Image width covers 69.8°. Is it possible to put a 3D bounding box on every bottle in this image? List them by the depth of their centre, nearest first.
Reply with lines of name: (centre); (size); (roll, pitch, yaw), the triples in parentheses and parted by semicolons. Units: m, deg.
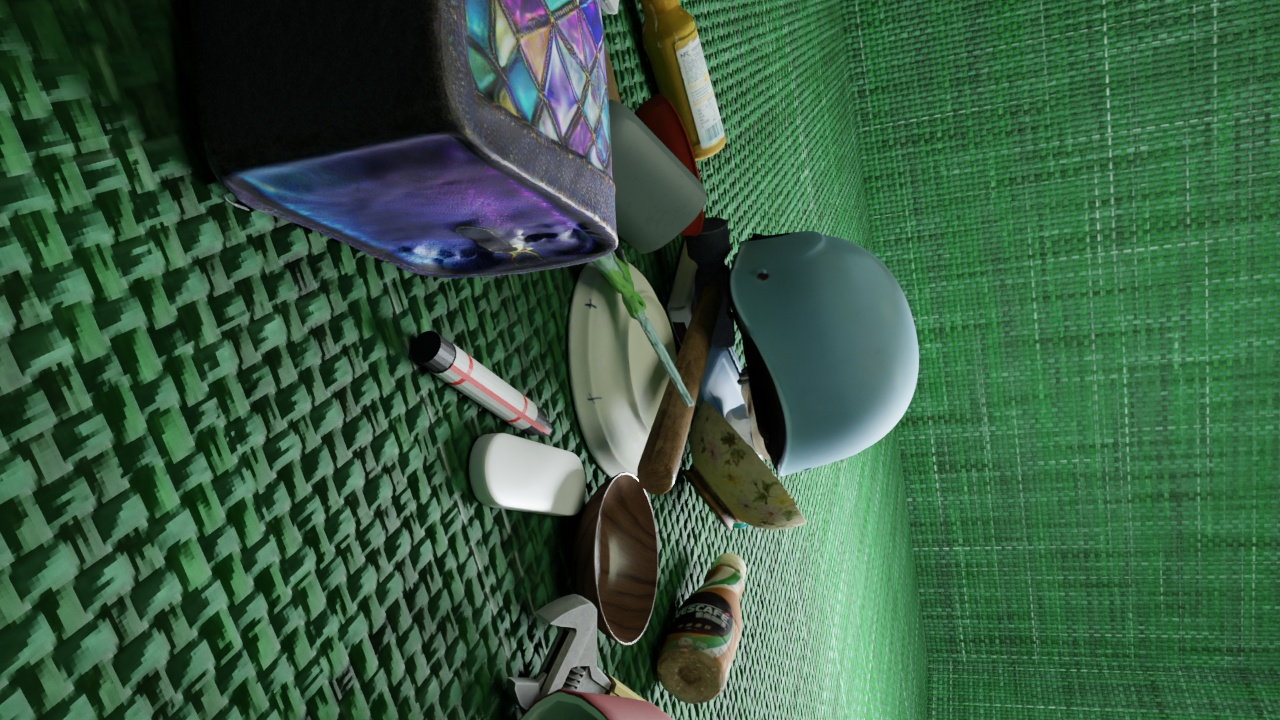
bottle: (-0.023, -0.144, 0.658); (0.161, 0.072, 0.046); (36, 21, -45)
bottle: (0.063, 0.229, 0.818); (0.166, 0.059, 0.059); (-50, 131, -62)
bottle: (0.035, -0.285, 0.880); (0.053, 0.053, 0.186); (-72, 149, -46)
bottle: (0.108, 0.114, 0.963); (0.044, 0.044, 0.136); (-51, 146, -62)

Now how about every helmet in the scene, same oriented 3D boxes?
helmet: (0.169, -0.015, 0.865); (0.265, 0.167, 0.225); (-88, 165, -71)

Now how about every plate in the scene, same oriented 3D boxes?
plate: (-0.004, 0.004, 0.733); (0.182, 0.034, 0.182); (-5, 90, -69)

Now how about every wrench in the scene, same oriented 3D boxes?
wrench: (-0.021, 0.229, 0.625); (0.083, 0.018, 0.273); (-56, 147, -16)

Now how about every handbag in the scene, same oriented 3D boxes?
handbag: (-0.085, -0.152, 0.431); (0.221, 0.126, 0.205); (4, 81, -70)

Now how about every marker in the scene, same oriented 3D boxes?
marker: (-0.085, 0.020, 0.537); (0.145, 0.019, 0.019); (46, 43, -59)

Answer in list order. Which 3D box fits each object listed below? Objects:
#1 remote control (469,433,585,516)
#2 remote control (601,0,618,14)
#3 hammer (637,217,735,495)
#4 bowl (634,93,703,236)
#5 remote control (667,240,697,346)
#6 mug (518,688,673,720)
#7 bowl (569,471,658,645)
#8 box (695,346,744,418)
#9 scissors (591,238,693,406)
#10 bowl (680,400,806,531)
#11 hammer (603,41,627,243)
remote control: (-0.068, 0.074, 0.578); (0.136, 0.013, 0.043); (30, 57, -65)
remote control: (-0.026, -0.359, 0.796); (0.033, 0.012, 0.130); (46, 43, -55)
hammer: (0.042, 0.002, 0.751); (0.320, 0.040, 0.129); (-68, 152, -57)
bowl: (0.014, -0.159, 0.771); (0.122, 0.035, 0.122); (161, -89, -81)
remote control: (0.054, -0.072, 0.918); (0.138, 0.025, 0.060); (-74, 151, -44)
mug: (-0.033, 0.255, 0.536); (0.116, 0.080, 0.096); (-55, 146, -4)
bowl: (-0.023, 0.140, 0.653); (0.119, 0.032, 0.119); (-5, 90, -69)
box: (0.103, 0.033, 1.004); (0.209, 0.039, 0.126); (58, 34, -52)
scissors: (-0.003, -0.041, 0.672); (0.174, 0.033, 0.065); (65, 20, 13)
bowl: (0.084, 0.112, 0.855); (0.145, 0.063, 0.145); (51, -1, 0)
hammer: (-0.037, -0.221, 0.677); (0.132, 0.040, 0.306); (-89, 167, -53)
